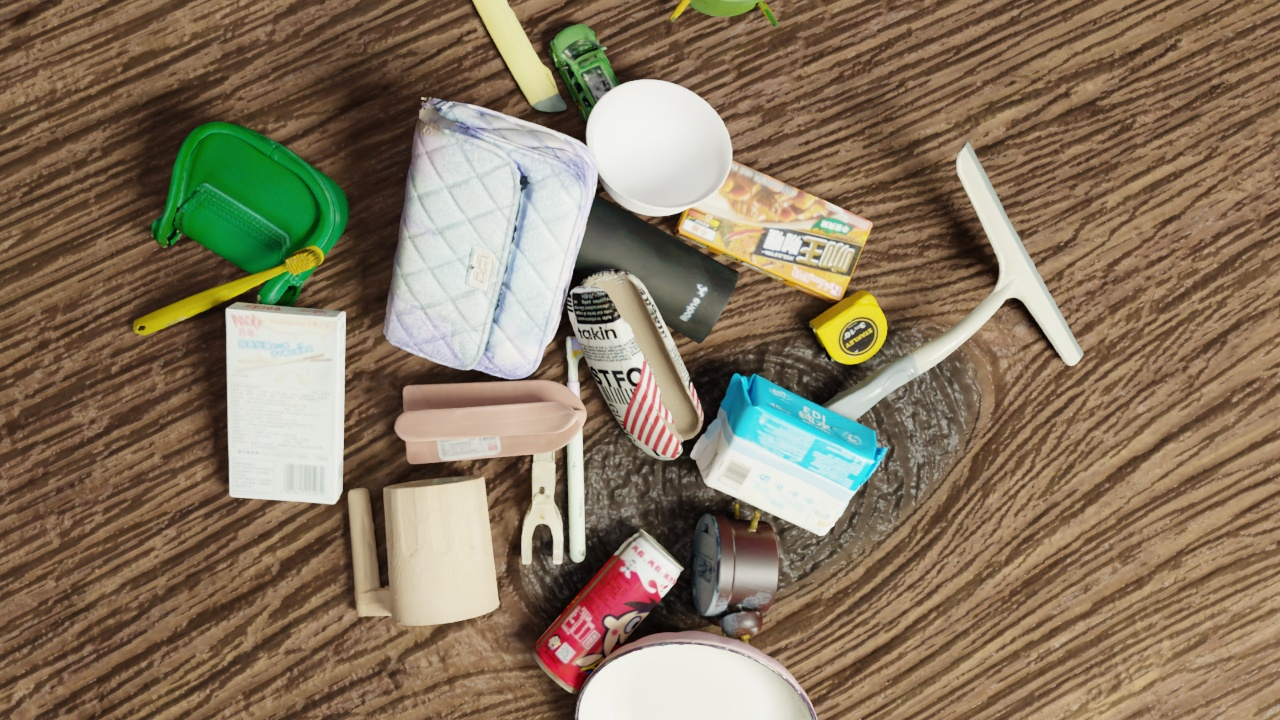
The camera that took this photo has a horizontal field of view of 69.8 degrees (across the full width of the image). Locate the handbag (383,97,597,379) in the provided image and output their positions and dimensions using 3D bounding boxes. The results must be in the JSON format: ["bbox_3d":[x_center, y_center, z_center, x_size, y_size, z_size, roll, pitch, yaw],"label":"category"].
[{"bbox_3d":[-0.116,-0.085,0.691,0.134,0.075,0.194,18,120,0],"label":"handbag"}]

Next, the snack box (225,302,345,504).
[{"bbox_3d":[-0.277,0.035,0.719,0.084,0.027,0.157,5,106,-5],"label":"snack box"}]

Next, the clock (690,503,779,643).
[{"bbox_3d":[0.075,0.179,0.747,0.055,0.082,0.122,5,86,-12],"label":"clock"}]

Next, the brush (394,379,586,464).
[{"bbox_3d":[-0.116,0.047,0.726,0.146,0.073,0.063,-3,89,4],"label":"brush"}]

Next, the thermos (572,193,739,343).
[{"bbox_3d":[-0.045,-0.092,0.755,0.242,0.068,0.090,28,118,-3],"label":"thermos"}]

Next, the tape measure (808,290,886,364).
[{"bbox_3d":[0.178,-0.027,0.780,0.060,0.029,0.057,-33,118,4],"label":"tape measure"}]

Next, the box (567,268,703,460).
[{"bbox_3d":[-0.001,0.000,0.744,0.077,0.075,0.163,-44,116,-34],"label":"box"}]

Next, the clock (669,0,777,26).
[{"bbox_3d":[0.072,-0.365,0.769,0.116,0.056,0.161,1,89,-6],"label":"clock"}]

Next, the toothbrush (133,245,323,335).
[{"bbox_3d":[-0.320,-0.051,0.702,0.190,0.016,0.016,-17,111,21],"label":"toothbrush"}]

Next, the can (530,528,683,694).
[{"bbox_3d":[-0.026,0.203,0.750,0.053,0.053,0.132,42,85,-4],"label":"can"}]

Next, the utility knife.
[{"bbox_3d":[-0.115,-0.285,0.767,0.031,0.019,0.178,-29,98,-10],"label":"utility knife"}]

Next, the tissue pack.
[{"bbox_3d":[0.120,0.075,0.751,0.140,0.063,0.090,24,118,-4],"label":"tissue pack"}]

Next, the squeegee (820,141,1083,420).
[{"bbox_3d":[0.232,-0.007,0.764,0.247,0.039,0.246,-38,118,7],"label":"squeegee"}]

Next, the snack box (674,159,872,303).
[{"bbox_3d":[0.113,-0.112,0.783,0.153,0.026,0.075,23,87,-5],"label":"snack box"}]

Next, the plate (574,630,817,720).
[{"bbox_3d":[0.045,0.285,0.733,0.192,0.039,0.193,4,117,7],"label":"plate"}]

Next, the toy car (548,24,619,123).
[{"bbox_3d":[-0.042,-0.238,0.767,0.043,0.036,0.091,-29,88,-4],"label":"toy car"}]

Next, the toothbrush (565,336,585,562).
[{"bbox_3d":[-0.053,0.074,0.767,0.020,0.029,0.189,0,90,36],"label":"toothbrush"}]

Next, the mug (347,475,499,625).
[{"bbox_3d":[-0.177,0.149,0.731,0.125,0.084,0.103,-6,88,20],"label":"mug"}]

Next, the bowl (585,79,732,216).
[{"bbox_3d":[0.008,-0.161,0.749,0.118,0.065,0.118,4,70,-12],"label":"bowl"}]

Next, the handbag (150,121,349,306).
[{"bbox_3d":[-0.305,-0.114,0.720,0.131,0.068,0.120,31,93,-5],"label":"handbag"}]

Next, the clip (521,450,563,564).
[{"bbox_3d":[-0.081,0.121,0.756,0.034,0.060,0.097,-1,100,-5],"label":"clip"}]
